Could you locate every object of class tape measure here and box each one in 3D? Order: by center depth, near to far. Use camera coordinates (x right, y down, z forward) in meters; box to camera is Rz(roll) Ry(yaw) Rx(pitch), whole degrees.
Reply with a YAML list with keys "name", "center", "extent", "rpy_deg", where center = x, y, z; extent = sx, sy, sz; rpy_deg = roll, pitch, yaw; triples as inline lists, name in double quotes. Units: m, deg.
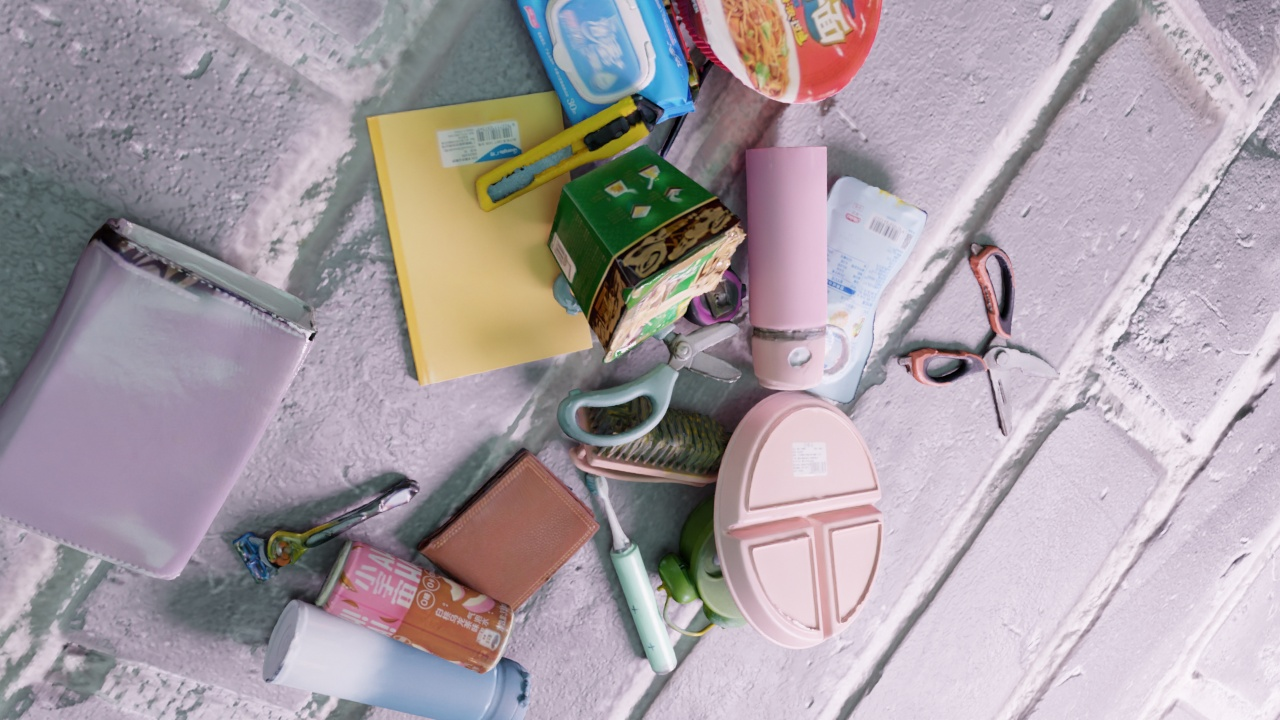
- name: "tape measure"
  center: [0.057, -0.057, 0.770]
  extent: [0.057, 0.039, 0.058]
  rpy_deg: [-28, 116, -13]

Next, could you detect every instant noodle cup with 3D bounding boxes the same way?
- name: "instant noodle cup"
  center: [0.092, -0.285, 0.680]
  extent: [0.193, 0.066, 0.194]
  rpy_deg: [-4, 97, -34]

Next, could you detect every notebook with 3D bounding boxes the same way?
- name: "notebook"
  center: [-0.116, -0.091, 0.701]
  extent: [0.145, 0.010, 0.206]
  rpy_deg: [-14, 112, -18]

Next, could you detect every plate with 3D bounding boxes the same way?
- name: "plate"
  center: [0.152, 0.140, 0.820]
  extent: [0.229, 0.028, 0.229]
  rpy_deg: [8, 78, -42]

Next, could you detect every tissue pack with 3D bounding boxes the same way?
- name: "tissue pack"
  center: [-0.028, -0.234, 0.650]
  extent: [0.095, 0.052, 0.157]
  rpy_deg: [-17, 117, 17]

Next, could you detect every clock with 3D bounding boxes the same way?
- name: "clock"
  center: [0.082, 0.188, 0.852]
  extent: [0.116, 0.056, 0.161]
  rpy_deg: [37, 90, -28]

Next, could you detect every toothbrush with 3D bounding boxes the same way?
- name: "toothbrush"
  center: [0.039, -0.211, 0.728]
  extent: [0.017, 0.014, 0.189]
  rpy_deg: [26, 96, -18]
- name: "toothbrush"
  center: [-0.008, 0.195, 0.832]
  extent: [0.026, 0.027, 0.225]
  rpy_deg: [-41, 123, -43]

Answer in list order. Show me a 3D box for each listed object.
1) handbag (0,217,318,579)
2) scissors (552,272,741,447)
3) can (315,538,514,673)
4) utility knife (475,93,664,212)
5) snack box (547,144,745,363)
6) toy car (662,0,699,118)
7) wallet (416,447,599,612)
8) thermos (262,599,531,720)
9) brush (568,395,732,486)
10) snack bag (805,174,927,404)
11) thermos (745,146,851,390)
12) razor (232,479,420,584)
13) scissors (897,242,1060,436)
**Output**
- name: "handbag"
  center: [-0.323, 0.024, 0.601]
  extent: [0.145, 0.098, 0.197]
  rpy_deg: [29, 95, -30]
- name: "scissors"
  center: [-0.004, 0.007, 0.726]
  extent: [0.173, 0.019, 0.178]
  rpy_deg: [25, 76, -13]
- name: "can"
  center: [-0.176, 0.195, 0.726]
  extent: [0.147, 0.058, 0.058]
  rpy_deg: [28, 94, -15]
- name: "utility knife"
  center: [-0.053, -0.147, 0.661]
  extent: [0.155, 0.015, 0.033]
  rpy_deg: [-25, 122, 14]
- name: "snack box"
  center: [-0.007, -0.085, 0.679]
  extent: [0.117, 0.118, 0.105]
  rpy_deg: [-33, 75, -27]
- name: "toy car"
  center: [0.010, -0.236, 0.692]
  extent: [0.049, 0.031, 0.106]
  rpy_deg: [-15, 115, 18]
- name: "wallet"
  center: [-0.109, 0.146, 0.772]
  extent: [0.124, 0.032, 0.101]
  rpy_deg: [-44, 115, -5]
- name: "thermos"
  center: [-0.192, 0.257, 0.753]
  extent: [0.220, 0.070, 0.070]
  rpy_deg: [27, 95, -28]
- name: "brush"
  center: [0.014, 0.075, 0.787]
  extent: [0.145, 0.063, 0.073]
  rpy_deg: [14, 130, -29]
- name: "snack bag"
  center: [0.181, -0.061, 0.824]
  extent: [0.110, 0.039, 0.191]
  rpy_deg: [17, 102, -29]
- name: "thermos"
  center: [0.132, -0.077, 0.765]
  extent: [0.087, 0.067, 0.199]
  rpy_deg: [-5, 100, -9]
- name: "razor"
  center: [-0.238, 0.129, 0.715]
  extent: [0.142, 0.022, 0.043]
  rpy_deg: [-24, 117, -15]
- name: "scissors"
  center: [0.354, -0.017, 0.925]
  extent: [0.222, 0.015, 0.189]
  rpy_deg: [8, 103, -26]
